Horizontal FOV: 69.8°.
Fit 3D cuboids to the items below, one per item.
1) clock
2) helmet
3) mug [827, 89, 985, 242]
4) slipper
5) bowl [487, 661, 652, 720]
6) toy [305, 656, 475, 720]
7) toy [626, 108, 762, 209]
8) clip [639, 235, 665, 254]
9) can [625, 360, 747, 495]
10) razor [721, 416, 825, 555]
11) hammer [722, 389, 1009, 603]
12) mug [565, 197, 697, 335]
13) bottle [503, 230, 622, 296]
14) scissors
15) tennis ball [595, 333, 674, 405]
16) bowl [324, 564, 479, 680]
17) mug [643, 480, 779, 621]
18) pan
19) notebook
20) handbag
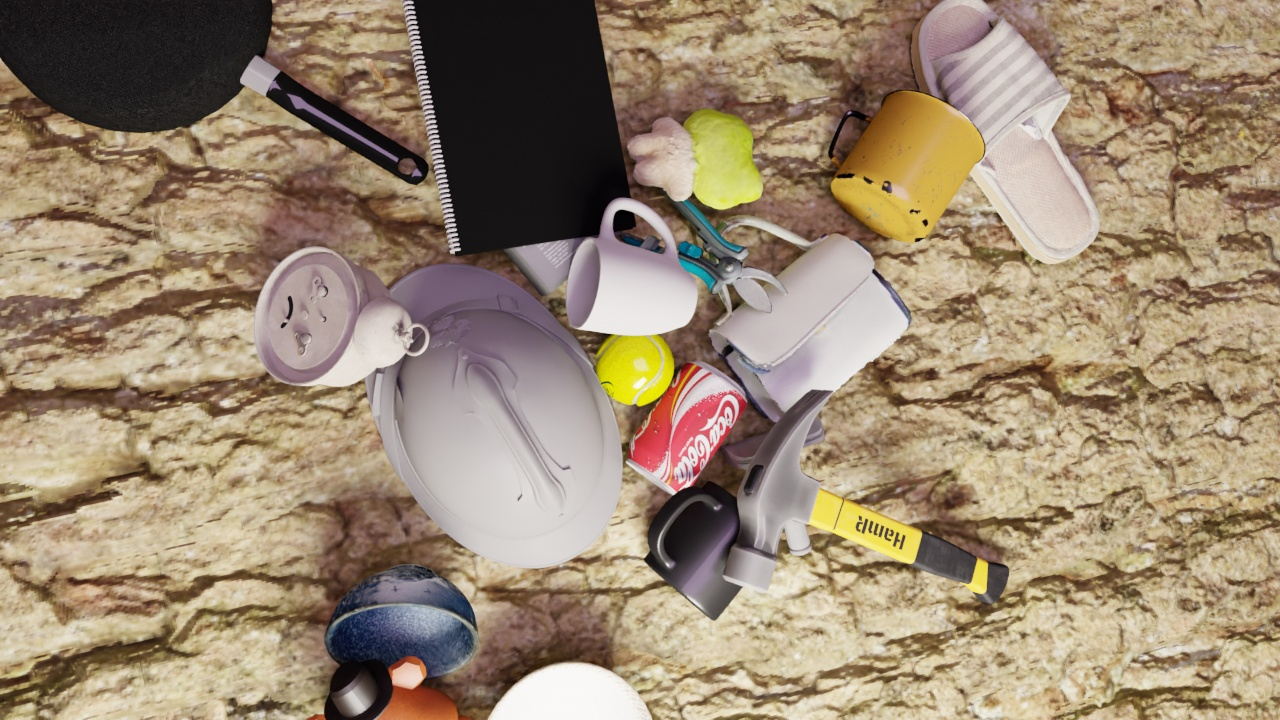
[{"bbox_3d":[-0.217,-0.025,0.690,0.157,0.061,0.103,11,86,27],"label":"clock"},{"bbox_3d":[-0.109,0.043,0.712,0.183,0.118,0.271,-32,94,-12],"label":"helmet"},{"bbox_3d":[0.222,-0.172,0.808,0.124,0.100,0.094,33,83,18],"label":"mug"},{"bbox_3d":[0.348,-0.215,0.859,0.114,0.054,0.272,-32,97,-7],"label":"slipper"},{"bbox_3d":[-0.063,0.311,0.748,0.145,0.063,0.145,0,90,-14],"label":"bowl"},{"bbox_3d":[-0.182,0.300,0.703,0.112,0.096,0.176,-28,127,-12],"label":"toy"},{"bbox_3d":[0.046,-0.172,0.786,0.117,0.043,0.092,-7,80,-17],"label":"toy"},{"bbox_3d":[-0.006,-0.070,0.773,0.042,0.023,0.076,47,105,10],"label":"clip"},{"bbox_3d":[0.038,0.057,0.774,0.064,0.064,0.104,37,82,-10],"label":"can"},{"bbox_3d":[0.128,0.117,0.810,0.088,0.047,0.116,-18,101,-13],"label":"razor"},{"bbox_3d":[0.214,0.147,0.790,0.324,0.034,0.169,25,78,-29],"label":"hammer"},{"bbox_3d":[-0.002,-0.072,0.724,0.089,0.071,0.107,8,89,-24],"label":"mug"},{"bbox_3d":[-0.103,-0.145,0.752,0.083,0.046,0.174,-42,98,-10],"label":"bottle"},{"bbox_3d":[0.051,-0.096,0.782,0.156,0.019,0.124,-3,74,5],"label":"scissors"},{"bbox_3d":[-0.005,0.004,0.764,0.065,0.065,0.065,0,89,-13],"label":"tennis ball"},{"bbox_3d":[-0.182,0.196,0.716,0.114,0.060,0.115,-2,134,-3],"label":"bowl"},{"bbox_3d":[0.050,0.150,0.760,0.088,0.078,0.113,-49,130,-9],"label":"mug"},{"bbox_3d":[-0.324,-0.240,0.704,0.355,0.044,0.204,30,83,-10],"label":"pan"},{"bbox_3d":[-0.094,-0.195,0.722,0.149,0.016,0.206,-11,92,-14],"label":"notebook"},{"bbox_3d":[0.127,-0.053,0.794,0.151,0.074,0.176,-38,88,-10],"label":"handbag"}]
